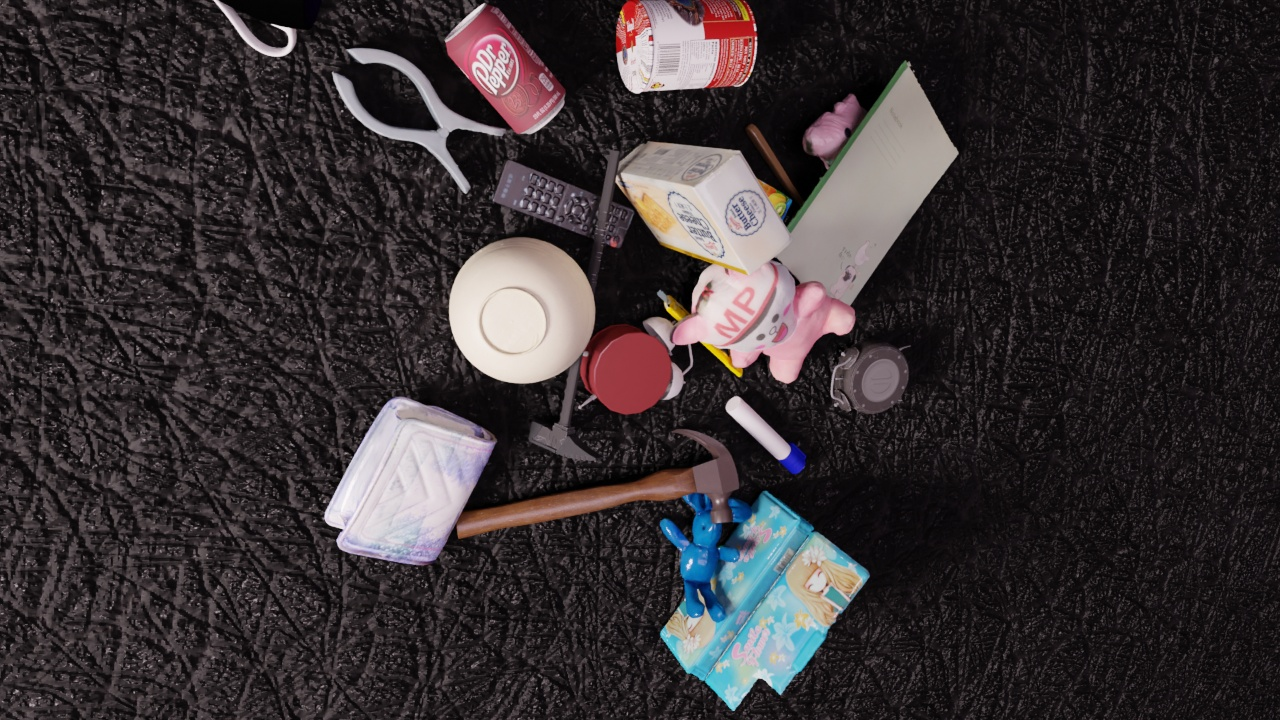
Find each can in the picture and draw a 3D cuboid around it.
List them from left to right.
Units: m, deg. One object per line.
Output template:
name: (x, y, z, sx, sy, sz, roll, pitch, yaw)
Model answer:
can: (-0.127, -0.275, 0.870, 0.063, 0.063, 0.114, -45, 117, -4)
can: (0.044, -0.315, 0.915, 0.116, 0.086, 0.087, -10, 109, -20)

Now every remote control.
remote control: (-0.080, -0.161, 0.949, 0.150, 0.022, 0.047, 18, 98, -28)

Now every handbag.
handbag: (-0.236, 0.127, 0.951, 0.126, 0.069, 0.158, 25, 96, -41)

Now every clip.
clip: (-0.221, -0.220, 0.871, 0.163, 0.028, 0.107, 28, 95, -26)

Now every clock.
clock: (-0.006, 0.006, 1.012, 0.137, 0.048, 0.096, -17, 111, -19)
clock: (0.280, 0.019, 1.136, 0.122, 0.044, 0.091, -2, 106, -22)

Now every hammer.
hammer: (-0.051, -0.054, 0.956, 0.015, 0.095, 0.325, -5, 110, -54)
hammer: (-0.046, 0.153, 1.035, 0.322, 0.033, 0.115, -9, 82, -13)

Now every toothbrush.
toothbrush: (0.165, -0.199, 1.039, 0.016, 0.016, 0.167, -43, 117, -6)

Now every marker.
marker: (0.154, 0.090, 1.119, 0.133, 0.023, 0.027, 43, 66, -27)

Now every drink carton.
drink carton: (0.104, -0.187, 1.005, 0.128, 0.038, 0.044, 22, 97, -26)

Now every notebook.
notebook: (0.261, -0.185, 1.052, 0.252, 0.010, 0.182, -55, 137, 1)

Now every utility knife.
utility knife: (0.070, -0.029, 1.040, 0.017, 0.030, 0.163, -39, 123, 22)

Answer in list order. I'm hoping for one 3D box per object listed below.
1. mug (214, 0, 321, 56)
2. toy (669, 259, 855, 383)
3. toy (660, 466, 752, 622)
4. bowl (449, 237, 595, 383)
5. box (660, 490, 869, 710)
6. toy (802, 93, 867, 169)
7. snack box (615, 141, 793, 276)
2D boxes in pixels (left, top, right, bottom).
mug: (-0.327, -0.318, 0.775, 0.100, 0.084, 0.119, 11, 131, -12)
toy: (0.133, -0.051, 1.006, 0.212, 0.084, 0.142, 15, 130, -43)
toy: (0.084, 0.221, 1.098, 0.112, 0.071, 0.176, 10, 77, -21)
bowl: (-0.122, -0.044, 0.908, 0.151, 0.075, 0.151, 0, 102, 1)
box: (0.136, 0.286, 1.084, 0.056, 0.185, 0.227, 36, 90, -37)
toy: (0.227, -0.251, 1.030, 0.099, 0.053, 0.095, 38, 76, -38)
snack box: (0.054, -0.154, 0.900, 0.057, 0.208, 0.104, -41, 116, -8)
